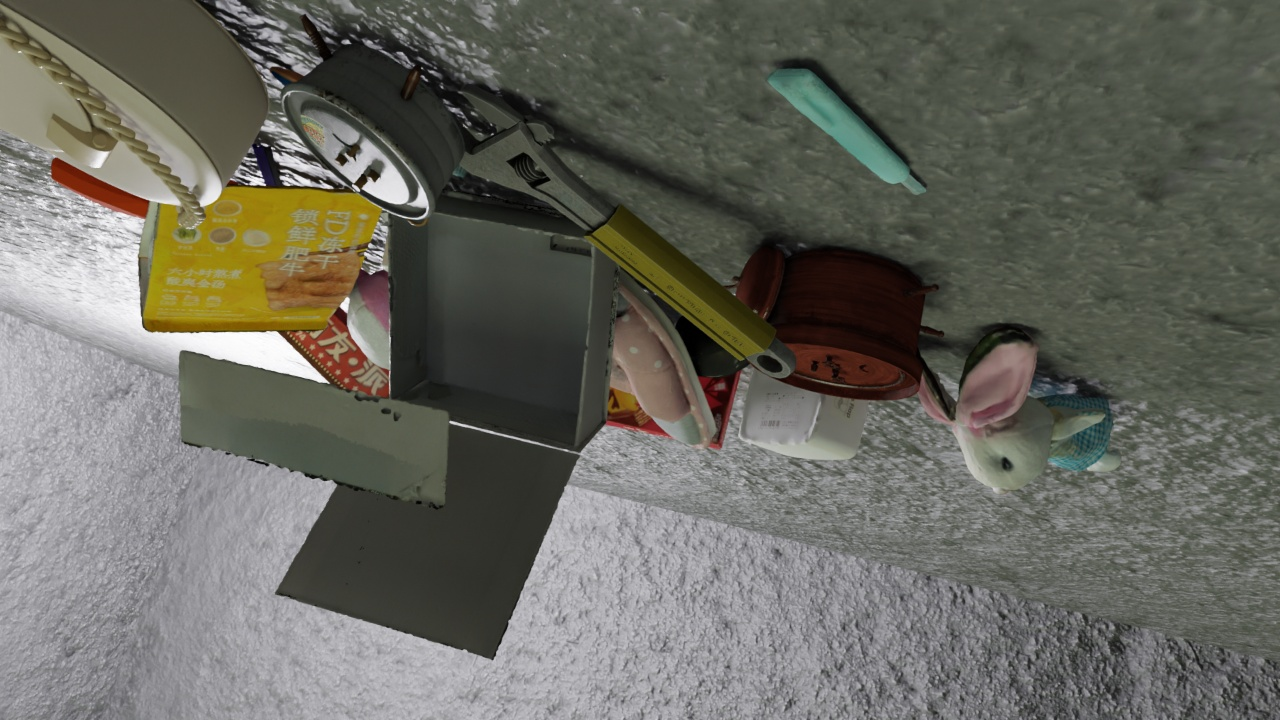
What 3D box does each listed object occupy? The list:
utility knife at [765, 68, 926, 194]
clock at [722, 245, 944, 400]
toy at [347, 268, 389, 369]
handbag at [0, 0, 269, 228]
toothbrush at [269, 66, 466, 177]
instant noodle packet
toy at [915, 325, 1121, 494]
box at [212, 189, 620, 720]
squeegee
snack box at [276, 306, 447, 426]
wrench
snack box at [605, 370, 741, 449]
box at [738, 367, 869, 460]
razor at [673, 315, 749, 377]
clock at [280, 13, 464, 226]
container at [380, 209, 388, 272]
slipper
[{"bbox_3d":[0.109,-0.108,0.456,0.128,0.015,0.022,25,168,-41],"label":"utility knife"},{"bbox_3d":[0.124,-0.027,0.639,0.158,0.072,0.120,9,165,23],"label":"clock"},{"bbox_3d":[-0.228,-0.041,0.951,0.186,0.127,0.266,58,169,6],"label":"toy"},{"bbox_3d":[-0.321,-0.178,0.521,0.208,0.103,0.211,34,159,-31],"label":"handbag"},{"bbox_3d":[-0.171,-0.152,0.589,0.135,0.017,0.022,22,163,-26],"label":"toothbrush"},{"bbox_3d":[-0.323,-0.097,0.771,0.162,0.084,0.222,-1,163,-33],"label":"instant noodle packet"},{"bbox_3d":[0.298,0.059,0.724,0.205,0.105,0.131,25,167,-27],"label":"toy"},{"bbox_3d":[-0.132,0.062,0.648,0.167,0.368,0.150,11,164,15],"label":"box"},{"bbox_3d":[-0.406,-0.145,0.795,0.184,0.055,0.250,11,168,-14],"label":"squeegee"},{"bbox_3d":[-0.324,0.002,1.040,0.236,0.060,0.113,45,175,-1],"label":"snack box"},{"bbox_3d":[-0.011,-0.073,0.564,0.273,0.018,0.084,38,152,-13],"label":"wrench"},{"bbox_3d":[0.030,0.036,0.957,0.133,0.089,0.021,11,166,19],"label":"snack box"},{"bbox_3d":[0.163,0.040,0.788,0.136,0.108,0.124,24,165,-28],"label":"box"},{"bbox_3d":[0.073,-0.023,0.772,0.063,0.052,0.141,45,154,-10],"label":"razor"},{"bbox_3d":[-0.152,-0.125,0.544,0.104,0.056,0.148,28,160,15],"label":"clock"},{"bbox_3d":[-0.155,-0.084,0.772,0.129,0.049,0.080,10,165,23],"label":"container"},{"bbox_3d":[-0.005,0.005,0.796,0.114,0.054,0.274,29,160,39],"label":"slipper"}]
